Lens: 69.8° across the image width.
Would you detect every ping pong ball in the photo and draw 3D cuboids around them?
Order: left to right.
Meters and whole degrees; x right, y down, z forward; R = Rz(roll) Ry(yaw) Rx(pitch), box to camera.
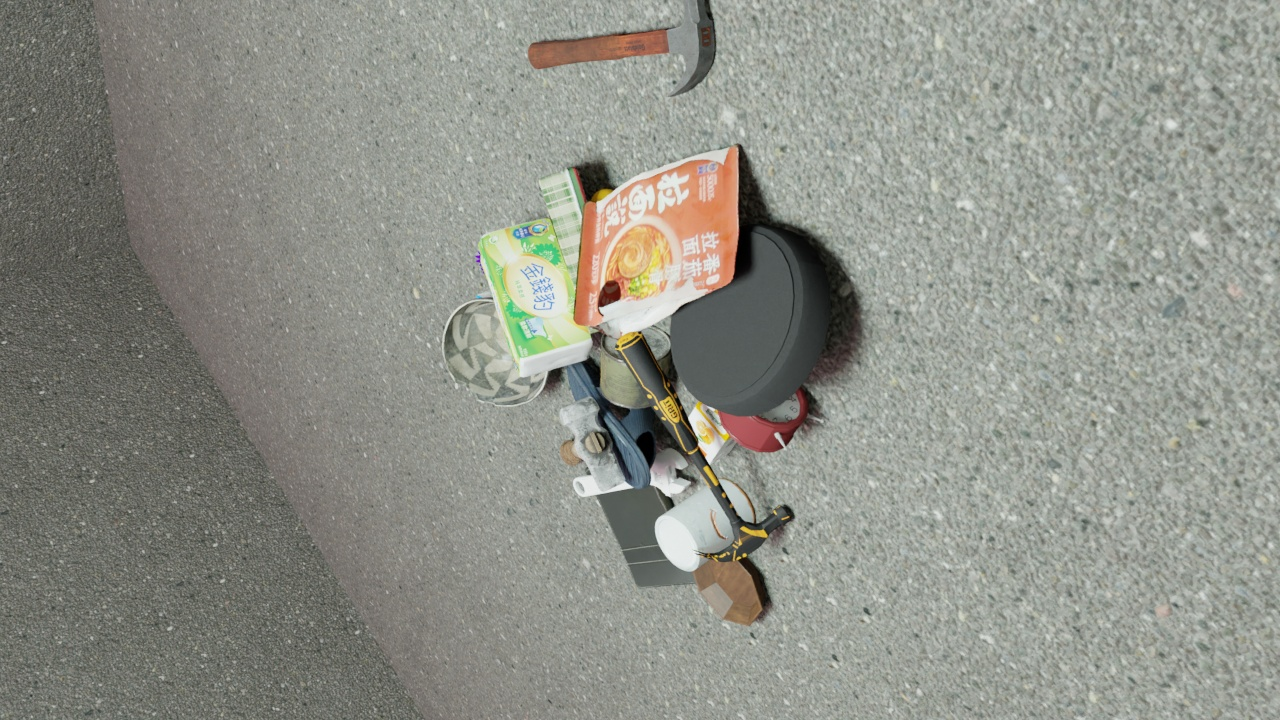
[{"bbox_3d":[-0.042,-0.193,1.139,0.040,0.040,0.040,30,134,38],"label":"ping pong ball"}]

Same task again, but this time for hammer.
[{"bbox_3d":[-0.085,0.128,1.316,0.121,0.049,0.319,66,167,3],"label":"hammer"},{"bbox_3d":[-0.032,-0.352,1.035,0.301,0.028,0.111,15,122,47],"label":"hammer"},{"bbox_3d":[0.058,0.104,1.081,0.320,0.123,0.036,59,177,-18],"label":"hammer"}]

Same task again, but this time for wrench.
[{"bbox_3d":[-0.020,0.172,1.330,0.274,0.018,0.066,-18,96,52],"label":"wrench"}]

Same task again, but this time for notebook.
[{"bbox_3d":[0.003,0.242,1.377,0.170,0.029,0.209,-21,91,53],"label":"notebook"}]

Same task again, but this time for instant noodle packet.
[{"bbox_3d":[0.029,-0.128,1.017,0.222,0.084,0.164,-17,61,46],"label":"instant noodle packet"}]

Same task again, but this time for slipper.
[{"bbox_3d":[-0.024,0.077,1.270,0.263,0.082,0.101,-129,25,-49],"label":"slipper"}]

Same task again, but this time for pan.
[{"bbox_3d":[0.063,-0.062,1.020,0.356,0.044,0.204,22,97,51],"label":"pan"}]

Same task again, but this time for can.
[{"bbox_3d":[-0.007,0.007,1.182,0.090,0.089,0.075,34,137,35],"label":"can"}]

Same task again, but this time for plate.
[{"bbox_3d":[0.123,0.302,1.263,0.131,0.025,0.131,30,134,38],"label":"plate"}]

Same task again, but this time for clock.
[{"bbox_3d":[0.129,0.045,1.028,0.137,0.096,0.048,45,141,19],"label":"clock"}]

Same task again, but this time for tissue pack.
[{"bbox_3d":[-0.147,-0.075,1.266,0.142,0.120,0.197,111,148,-70],"label":"tissue pack"}]

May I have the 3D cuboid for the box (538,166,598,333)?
[{"bbox_3d":[-0.074,-0.142,1.165,0.117,0.050,0.205,-98,-9,-79],"label":"box"}]

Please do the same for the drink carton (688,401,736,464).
[{"bbox_3d":[0.098,0.072,1.133,0.058,0.040,0.123,49,143,19],"label":"drink carton"}]

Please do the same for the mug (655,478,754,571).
[{"bbox_3d":[0.083,0.212,1.186,0.082,0.105,0.082,31,134,38],"label":"mug"}]

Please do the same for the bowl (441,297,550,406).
[{"bbox_3d":[-0.208,-0.023,1.410,0.178,0.081,0.179,9,118,16],"label":"bowl"}]

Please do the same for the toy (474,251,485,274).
[{"bbox_3d":[-0.207,-0.142,1.368,0.088,0.055,0.106,33,137,39],"label":"toy"}]

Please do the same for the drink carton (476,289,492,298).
[{"bbox_3d":[-0.231,-0.049,1.474,0.044,0.038,0.129,25,130,42],"label":"drink carton"}]
